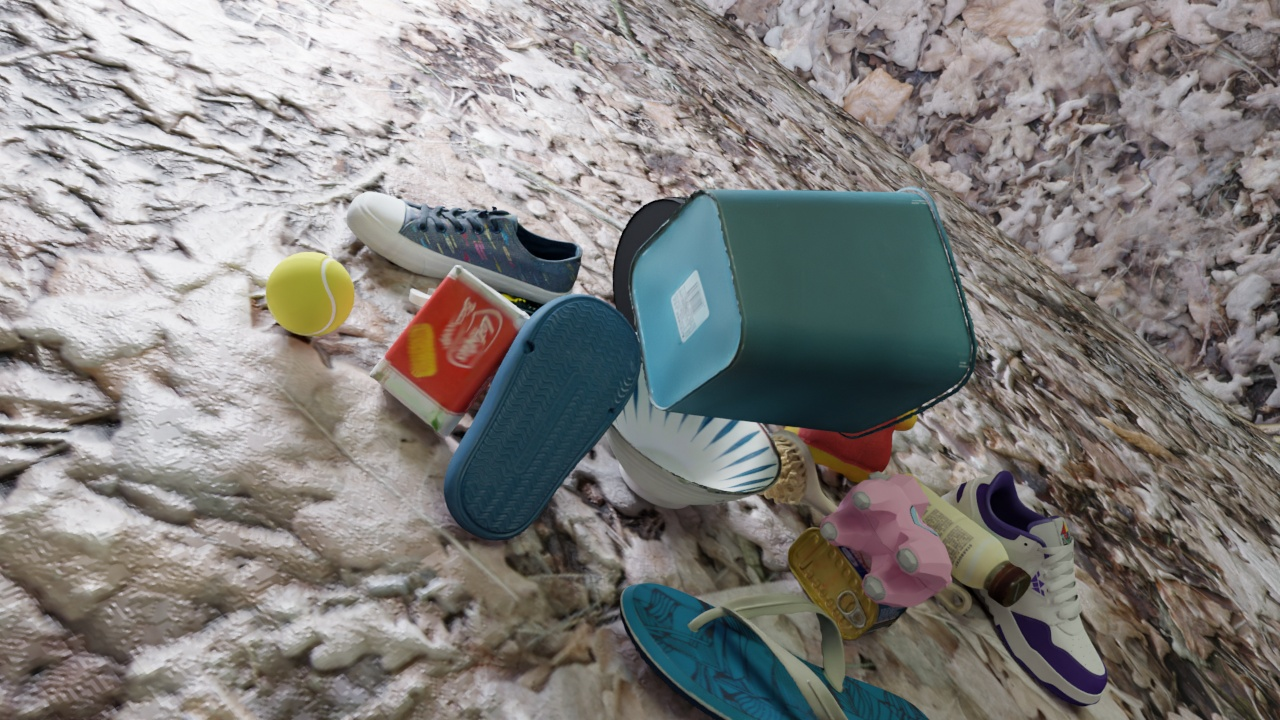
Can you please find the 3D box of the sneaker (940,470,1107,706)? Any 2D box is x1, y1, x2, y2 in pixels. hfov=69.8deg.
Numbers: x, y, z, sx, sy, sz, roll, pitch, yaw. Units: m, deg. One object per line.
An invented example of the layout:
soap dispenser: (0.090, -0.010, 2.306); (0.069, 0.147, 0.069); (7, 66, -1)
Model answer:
sneaker: (0.404, 0.217, 0.929); (0.091, 0.111, 0.244); (-5, 52, -41)

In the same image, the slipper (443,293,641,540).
slipper: (-0.078, 0.036, 0.695); (0.104, 0.059, 0.213); (46, 62, -24)

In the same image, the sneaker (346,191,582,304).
sneaker: (-0.163, -0.122, 0.898); (0.235, 0.079, 0.087); (19, 33, -26)

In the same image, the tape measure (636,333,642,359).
tape measure: (-0.005, 0.005, 0.891); (0.060, 0.062, 0.020); (29, 29, 0)

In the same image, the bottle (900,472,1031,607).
bottle: (0.314, 0.181, 0.926); (0.056, 0.057, 0.162); (5, 26, -42)

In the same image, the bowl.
bowl: (0.029, 0.079, 0.798); (0.177, 0.071, 0.177); (21, 27, -12)

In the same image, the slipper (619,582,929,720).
slipper: (0.121, 0.232, 0.673); (0.294, 0.060, 0.118); (27, 23, -16)

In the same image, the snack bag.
snack bag: (-0.146, -0.008, 0.713); (0.077, 0.116, 0.036); (38, -2, 9)

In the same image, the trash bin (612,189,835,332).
trash bin: (0.114, -0.090, 1.022); (0.242, 0.218, 0.217); (-3, 45, -38)

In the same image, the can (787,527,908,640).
can: (0.184, 0.194, 0.813); (0.059, 0.054, 0.099); (6, 40, -45)

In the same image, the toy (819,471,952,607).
toy: (0.222, 0.149, 0.798); (0.157, 0.067, 0.123); (5, 41, -53)

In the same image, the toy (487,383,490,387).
toy: (-0.123, -0.002, 0.770); (0.050, 0.087, 0.112); (-30, 111, -35)

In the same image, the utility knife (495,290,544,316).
utility knife: (-0.098, -0.045, 0.909); (0.174, 0.020, 0.028); (16, 32, -33)

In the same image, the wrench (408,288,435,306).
wrench: (-0.076, -0.028, 0.837); (0.273, 0.009, 0.047); (14, 14, -2)

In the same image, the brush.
brush: (0.215, 0.164, 0.898); (0.272, 0.062, 0.077); (38, 45, -2)

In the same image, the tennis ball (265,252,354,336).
tennis ball: (-0.256, -0.051, 0.712); (0.065, 0.065, 0.065); (25, 30, -16)

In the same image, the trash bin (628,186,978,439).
trash bin: (0.126, -0.043, 0.789); (0.218, 0.197, 0.199); (2, 66, -29)

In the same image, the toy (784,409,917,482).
toy: (0.246, 0.022, 0.967); (0.147, 0.216, 0.099); (22, 8, -24)
